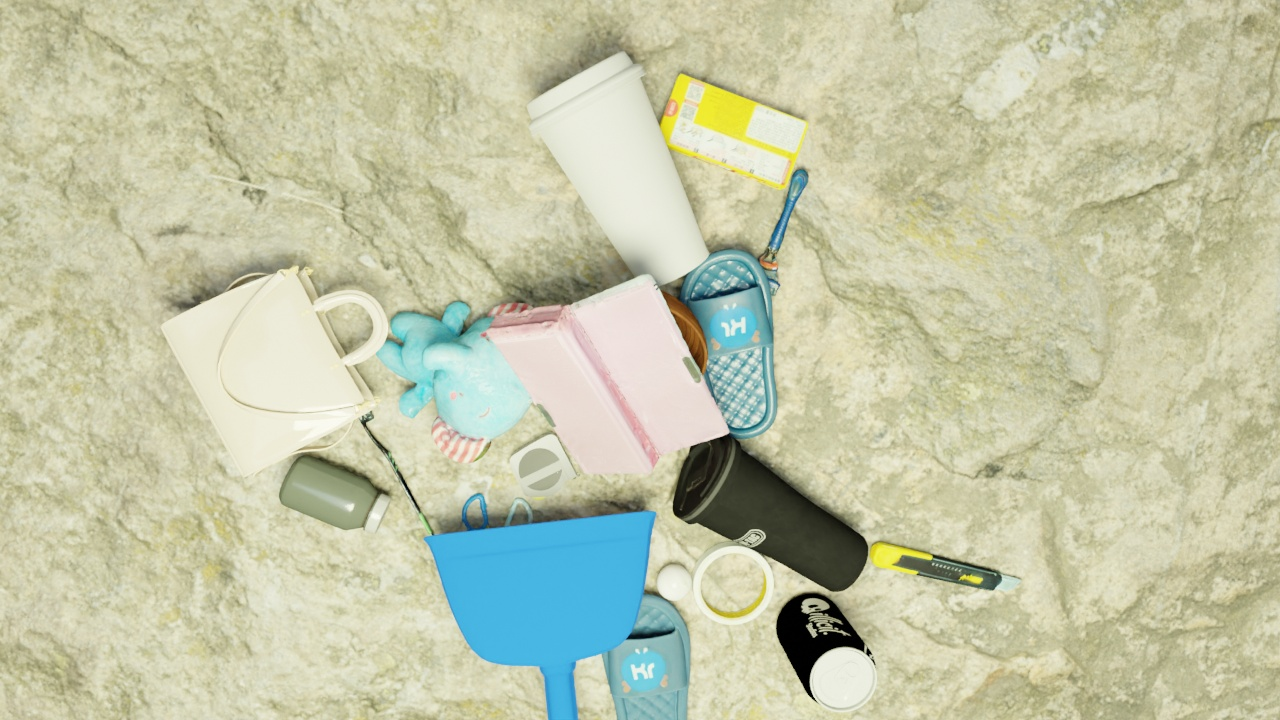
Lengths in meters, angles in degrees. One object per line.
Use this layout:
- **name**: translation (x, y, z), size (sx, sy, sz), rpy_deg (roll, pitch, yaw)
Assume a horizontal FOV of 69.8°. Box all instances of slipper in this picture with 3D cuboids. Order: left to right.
- **slipper**: translation (0.012, 0.367, 1.047), size (0.104, 0.059, 0.214), rpy_deg (-8, 99, -5)
- **slipper**: translation (0.097, -0.014, 0.999), size (0.104, 0.059, 0.214), rpy_deg (-7, 102, 8)

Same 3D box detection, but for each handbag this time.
- **handbag**: translation (-0.353, -0.003, 0.950), size (0.198, 0.101, 0.194), rpy_deg (-27, 95, -1)

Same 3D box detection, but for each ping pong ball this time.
- **ping pong ball**: translation (0.038, 0.252, 1.042), size (0.040, 0.040, 0.040), rpy_deg (-1, 97, -4)

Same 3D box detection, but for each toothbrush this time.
- **toothbrush**: translation (-0.269, 0.122, 1.017), size (0.017, 0.014, 0.188), rpy_deg (-29, 99, -8)

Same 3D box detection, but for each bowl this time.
- **bowl**: translation (-0.002, -0.029, 0.945), size (0.147, 0.068, 0.147), rpy_deg (6, 135, 5)

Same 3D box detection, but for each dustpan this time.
- **dustpan**: translation (-0.093, 0.299, 0.982), size (0.245, 0.059, 0.257), rpy_deg (-6, 88, -3)

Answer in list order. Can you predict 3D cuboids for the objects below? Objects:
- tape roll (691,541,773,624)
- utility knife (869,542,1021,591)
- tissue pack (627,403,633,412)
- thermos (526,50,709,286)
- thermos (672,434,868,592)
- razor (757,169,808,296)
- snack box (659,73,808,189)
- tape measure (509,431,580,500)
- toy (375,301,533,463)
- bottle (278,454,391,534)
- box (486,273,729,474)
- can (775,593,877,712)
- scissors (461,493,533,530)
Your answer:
- **tape roll**: translation (0.106, 0.257, 1.058), size (0.094, 0.019, 0.094), rpy_deg (0, 98, -4)
- **utility knife**: translation (0.359, 0.245, 1.076), size (0.186, 0.020, 0.029), rpy_deg (13, 98, -7)
- **tissue pack**: translation (-0.006, 0.006, 1.011), size (0.099, 0.034, 0.114), rpy_deg (5, 97, -1)
- **thermos**: translation (-0.014, -0.190, 0.947), size (0.131, 0.131, 0.222), rpy_deg (-29, 106, 0)
- **thermos**: translation (0.144, 0.174, 1.014), size (0.218, 0.106, 0.106), rpy_deg (32, 94, -12)
- **razor**: translation (0.155, -0.143, 1.011), size (0.044, 0.018, 0.141), rpy_deg (22, 94, 5)
- **snack box**: translation (0.098, -0.246, 0.990), size (0.152, 0.025, 0.075), rpy_deg (19, 95, -7)
- **tape measure**: translation (-0.108, 0.120, 1.026), size (0.065, 0.017, 0.064), rpy_deg (-26, 98, 0)
- **toy**: translation (-0.194, 0.003, 0.967), size (0.180, 0.115, 0.183), rpy_deg (26, 82, 4)
- **bottle**: translation (-0.329, 0.147, 0.992), size (0.108, 0.060, 0.060), rpy_deg (24, 95, -7)
- **box**: translation (-0.028, 0.029, 0.925), size (0.181, 0.050, 0.233), rpy_deg (-14, 130, 21)
- **can**: translation (0.202, 0.318, 1.008), size (0.080, 0.146, 0.080), rpy_deg (-1, 97, -4)
- **scissors**: translation (-0.155, 0.212, 1.039), size (0.097, 0.020, 0.132), rpy_deg (-9, 97, 0)
